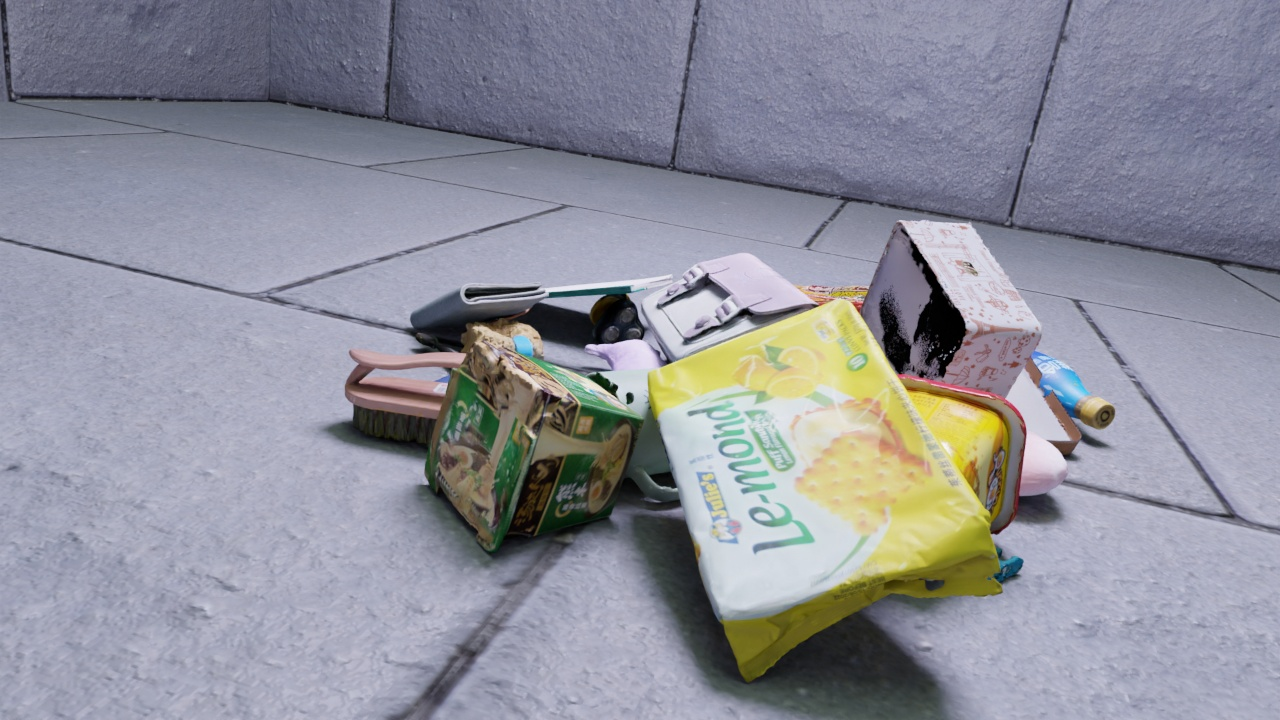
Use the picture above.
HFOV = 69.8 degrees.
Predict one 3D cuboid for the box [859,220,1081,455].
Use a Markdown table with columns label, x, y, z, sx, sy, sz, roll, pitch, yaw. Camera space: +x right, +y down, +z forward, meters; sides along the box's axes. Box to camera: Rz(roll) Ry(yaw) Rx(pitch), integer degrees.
| label | x | y | z | sx | sy | sz | roll | pitch | yaw |
| --- | --- | --- | --- | --- | --- | --- | --- | --- | --- |
| box | 0.338 | -0.026 | 0.893 | 0.197 | 0.158 | 0.180 | 4 | 40 | -11 |

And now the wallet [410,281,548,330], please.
| label | x | y | z | sx | sy | sz | roll | pitch | yaw |
| --- | --- | --- | --- | --- | --- | --- | --- | --- | --- |
| wallet | -0.168 | -0.053 | 0.968 | 0.106 | 0.037 | 0.130 | -4 | -8 | -37 |

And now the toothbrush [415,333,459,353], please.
| label | x | y | z | sx | sy | sz | roll | pitch | yaw |
| --- | --- | --- | --- | --- | --- | --- | --- | --- | --- |
| toothbrush | -0.158 | 0.009 | 0.859 | 0.027 | 0.026 | 0.213 | 8 | 13 | -42 |

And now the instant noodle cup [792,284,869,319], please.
| label | x | y | z | sx | sy | sz | roll | pitch | yaw |
| --- | --- | --- | --- | --- | --- | --- | --- | --- | --- |
| instant noodle cup | 0.191 | -0.051 | 1.084 | 0.188 | 0.079 | 0.165 | -4 | 11 | -36 |

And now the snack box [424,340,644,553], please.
| label | x | y | z | sx | sy | sz | roll | pitch | yaw |
| --- | --- | --- | --- | --- | --- | --- | --- | --- | --- |
| snack box | -0.068 | 0.059 | 0.636 | 0.105 | 0.118 | 0.118 | 9 | 16 | -39 |

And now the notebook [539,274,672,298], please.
| label | x | y | z | sx | sy | sz | roll | pitch | yaw |
| --- | --- | --- | --- | --- | --- | --- | --- | --- | --- |
| notebook | -0.082 | -0.082 | 1.074 | 0.209 | 0.012 | 0.150 | -3 | 7 | 20 |

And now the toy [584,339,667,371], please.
| label | x | y | z | sx | sy | sz | roll | pitch | yaw |
| --- | --- | --- | --- | --- | --- | --- | --- | --- | --- |
| toy | -0.005 | 0.005 | 0.915 | 0.083 | 0.039 | 0.108 | 3 | 21 | -17 |

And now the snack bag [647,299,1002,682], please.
| label | x | y | z | sx | sy | sz | roll | pitch | yaw |
| --- | --- | --- | --- | --- | --- | --- | --- | --- | --- |
| snack bag | 0.102 | 0.068 | 0.578 | 0.158 | 0.068 | 0.246 | -21 | 39 | 4 |

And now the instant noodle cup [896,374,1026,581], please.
| label | x | y | z | sx | sy | sz | roll | pitch | yaw |
| --- | --- | --- | --- | --- | --- | --- | --- | --- | --- |
| instant noodle cup | 0.200 | 0.086 | 0.656 | 0.116 | 0.116 | 0.123 | 14 | 30 | 34 |

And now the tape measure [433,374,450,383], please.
| label | x | y | z | sx | sy | sz | roll | pitch | yaw |
| --- | --- | --- | --- | --- | --- | --- | --- | --- | --- |
| tape measure | -0.158 | 0.033 | 0.785 | 0.058 | 0.025 | 0.054 | 13 | 20 | 28 |

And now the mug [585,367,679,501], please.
| label | x | y | z | sx | sy | sz | roll | pitch | yaw |
| --- | --- | --- | --- | --- | --- | --- | --- | --- | --- |
| mug | 0.017 | 0.058 | 0.715 | 0.106 | 0.082 | 0.111 | -3 | 51 | -32 |

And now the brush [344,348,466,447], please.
| label | x | y | z | sx | sy | sz | roll | pitch | yaw |
| --- | --- | --- | --- | --- | --- | --- | --- | --- | --- |
| brush | -0.163 | 0.028 | 0.723 | 0.146 | 0.073 | 0.063 | 9 | 19 | 7 |

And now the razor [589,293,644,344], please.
| label | x | y | z | sx | sy | sz | roll | pitch | yaw |
| --- | --- | --- | --- | --- | --- | --- | --- | --- | --- |
| razor | -0.025 | -0.054 | 1.086 | 0.067 | 0.062 | 0.167 | 38 | 10 | -8 |

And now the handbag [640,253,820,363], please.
| label | x | y | z | sx | sy | sz | roll | pitch | yaw |
| --- | --- | --- | --- | --- | --- | --- | --- | --- | --- |
| handbag | 0.090 | -0.035 | 0.912 | 0.145 | 0.098 | 0.197 | -27 | 24 | -2 |

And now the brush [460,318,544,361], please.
| label | x | y | z | sx | sy | sz | roll | pitch | yaw |
| --- | --- | --- | --- | --- | --- | --- | --- | --- | --- |
| brush | -0.096 | 0.005 | 0.851 | 0.083 | 0.046 | 0.255 | 2 | 13 | -31 |

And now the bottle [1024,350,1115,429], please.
| label | x | y | z | sx | sy | sz | roll | pitch | yaw |
| --- | --- | --- | --- | --- | --- | --- | --- | --- | --- |
| bottle | 0.433 | 0.021 | 1.024 | 0.065 | 0.065 | 0.218 | 1 | 20 | -21 |

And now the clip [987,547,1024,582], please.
| label | x | y | z | sx | sy | sz | roll | pitch | yaw |
| --- | --- | --- | --- | --- | --- | --- | --- | --- | --- |
| clip | 0.245 | 0.145 | 0.640 | 0.056 | 0.014 | 0.045 | -9 | 23 | -37 |

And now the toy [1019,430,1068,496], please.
| label | x | y | z | sx | sy | sz | roll | pitch | yaw |
| --- | --- | --- | --- | --- | --- | --- | --- | --- | --- |
| toy | 0.281 | 0.080 | 0.788 | 0.159 | 0.054 | 0.121 | 7 | 11 | -5 |
